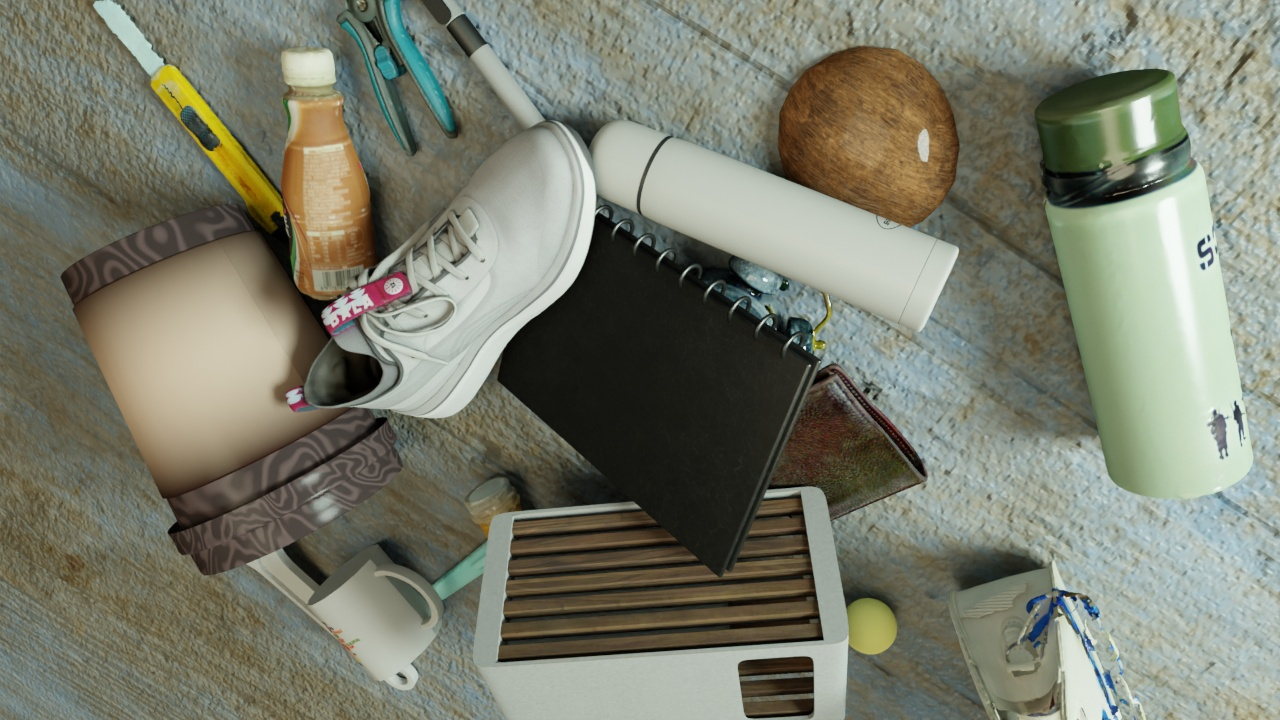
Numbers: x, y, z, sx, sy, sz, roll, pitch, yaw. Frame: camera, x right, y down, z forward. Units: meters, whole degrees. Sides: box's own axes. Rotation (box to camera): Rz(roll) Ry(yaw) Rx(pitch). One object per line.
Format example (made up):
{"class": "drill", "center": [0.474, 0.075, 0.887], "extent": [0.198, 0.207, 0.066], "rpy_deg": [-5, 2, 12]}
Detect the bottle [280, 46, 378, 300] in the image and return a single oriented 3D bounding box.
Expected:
{"class": "bottle", "center": [-0.218, -0.126, 0.630], "extent": [0.059, 0.059, 0.167], "rpy_deg": [9, 118, 14]}

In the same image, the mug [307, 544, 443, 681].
{"class": "mug", "center": [-0.219, 0.213, 0.792], "extent": [0.105, 0.073, 0.089], "rpy_deg": [-31, 103, 28]}

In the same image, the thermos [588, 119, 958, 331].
{"class": "thermos", "center": [0.071, -0.085, 0.545], "extent": [0.224, 0.052, 0.052], "rpy_deg": [25, 121, 14]}

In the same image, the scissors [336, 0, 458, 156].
{"class": "scissors", "center": [-0.169, -0.203, 0.600], "extent": [0.132, 0.019, 0.148], "rpy_deg": [28, 122, 2]}

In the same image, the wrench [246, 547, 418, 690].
{"class": "wrench", "center": [-0.300, 0.209, 0.840], "extent": [0.087, 0.018, 0.273], "rpy_deg": [-34, 106, 34]}

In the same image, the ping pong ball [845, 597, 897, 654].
{"class": "ping pong ball", "center": [0.168, 0.195, 0.676], "extent": [0.040, 0.040, 0.040], "rpy_deg": [8, 118, 15]}

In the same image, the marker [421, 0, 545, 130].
{"class": "marker", "center": [-0.092, -0.182, 0.586], "extent": [0.016, 0.016, 0.140], "rpy_deg": [-32, 103, 28]}

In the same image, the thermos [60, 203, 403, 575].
{"class": "thermos", "center": [-0.299, 0.016, 0.673], "extent": [0.173, 0.172, 0.226], "rpy_deg": [-20, 101, 26]}

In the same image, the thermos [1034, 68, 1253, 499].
{"class": "thermos", "center": [0.272, -0.041, 0.505], "extent": [0.082, 0.082, 0.231], "rpy_deg": [-14, 111, 24]}

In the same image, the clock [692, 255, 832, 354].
{"class": "clock", "center": [0.061, -0.020, 0.596], "extent": [0.130, 0.052, 0.090], "rpy_deg": [-24, 106, 28]}

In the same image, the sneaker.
{"class": "sneaker", "center": [-0.131, -0.050, 0.589], "extent": [0.264, 0.128, 0.096], "rpy_deg": [-47, 69, 32]}

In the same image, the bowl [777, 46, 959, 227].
{"class": "bowl", "center": [0.131, -0.122, 0.536], "extent": [0.102, 0.026, 0.114], "rpy_deg": [-17, 109, 25]}

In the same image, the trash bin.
{"class": "trash bin", "center": [0.018, 0.175, 0.626], "extent": [0.229, 0.114, 0.115], "rpy_deg": [-6, 135, 6]}

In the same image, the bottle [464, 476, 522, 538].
{"class": "bottle", "center": [-0.083, 0.181, 0.745], "extent": [0.053, 0.053, 0.186], "rpy_deg": [-17, 109, 25]}

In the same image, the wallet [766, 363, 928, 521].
{"class": "wallet", "center": [0.120, 0.061, 0.616], "extent": [0.100, 0.031, 0.120], "rpy_deg": [-31, 123, 26]}

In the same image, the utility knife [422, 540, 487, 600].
{"class": "utility knife", "center": [-0.154, 0.185, 0.792], "extent": [0.022, 0.015, 0.120], "rpy_deg": [47, 122, -7]}

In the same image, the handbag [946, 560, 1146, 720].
{"class": "handbag", "center": [0.270, 0.241, 0.576], "extent": [0.093, 0.199, 0.201], "rpy_deg": [-21, 110, 22]}

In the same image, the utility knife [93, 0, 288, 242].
{"class": "utility knife", "center": [-0.323, -0.174, 0.669], "extent": [0.030, 0.018, 0.207], "rpy_deg": [-33, 99, 20]}

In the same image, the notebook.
{"class": "notebook", "center": [-0.004, 0.004, 0.589], "extent": [0.231, 0.019, 0.169], "rpy_deg": [37, 126, 31]}
